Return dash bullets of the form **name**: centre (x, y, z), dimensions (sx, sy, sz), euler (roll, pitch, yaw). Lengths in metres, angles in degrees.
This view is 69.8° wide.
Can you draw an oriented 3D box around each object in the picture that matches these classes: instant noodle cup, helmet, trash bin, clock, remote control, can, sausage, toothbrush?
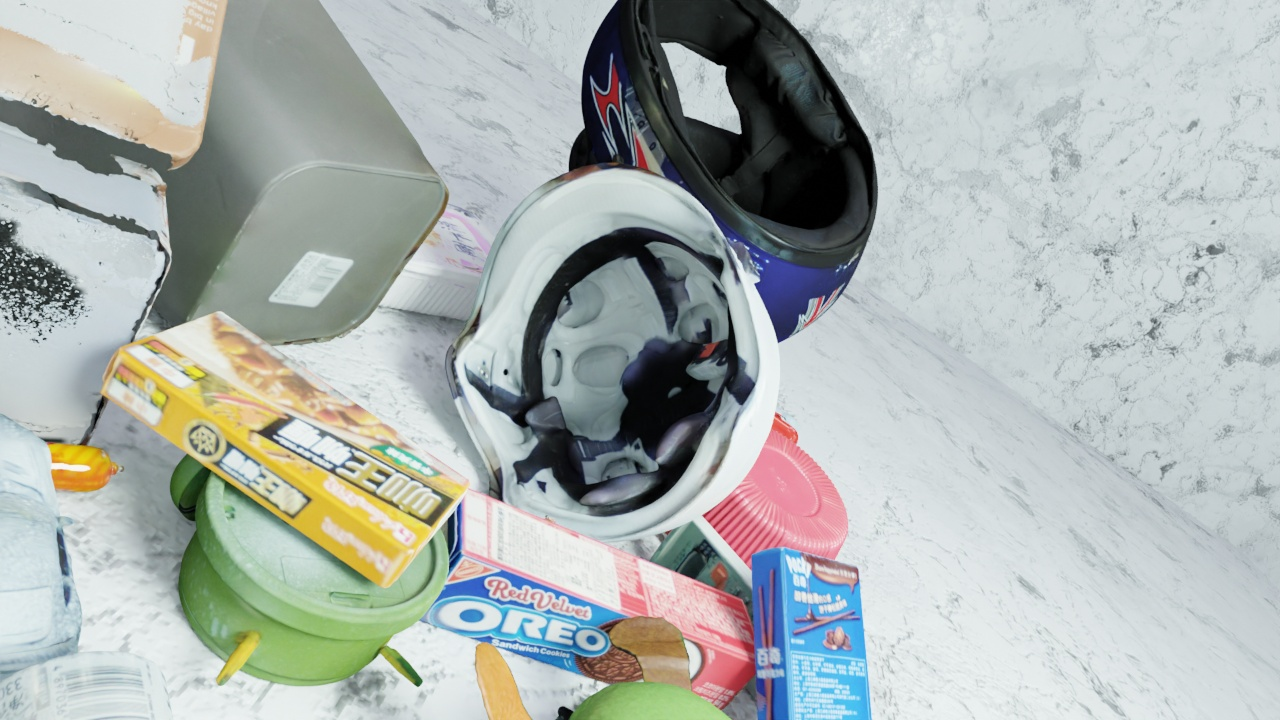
- **instant noodle cup**: centre (-0.196, -0.091, 0.781), dimensions (0.173, 0.060, 0.138), euler (11, 30, -49)
- **helmet**: centre (0.048, -0.153, 0.814), dimensions (0.246, 0.241, 0.315), euler (-24, 82, -35)
- **trash bin**: centre (-0.267, -0.137, 0.604), dimensions (0.219, 0.199, 0.198), euler (49, 24, 14)
- **clock**: centre (-0.162, 0.084, 0.442), dimensions (0.116, 0.056, 0.161), euler (19, 25, -41)
- **remote control**: centre (0.062, 0.169, 0.621), dimensions (0.135, 0.056, 0.019), euler (47, 23, 28)
- **can**: centre (-0.158, 0.159, 0.266), dimensions (0.058, 0.058, 0.146), euler (15, 28, -46)
- **sausage**: centre (-0.297, 0.039, 0.370), dimensions (0.165, 0.021, 0.021), euler (14, 29, -48)
- **helmet**: centre (-0.004, 0.004, 0.652), dimensions (0.146, 0.229, 0.258), euler (34, 34, -57)
- **toothbrush**: centre (0.025, 0.243, 0.456), dimensions (0.189, 0.016, 0.014), euler (42, 11, 9)
- **instant noodle cup**: centre (0.098, 0.117, 0.749), dimensions (0.193, 0.066, 0.193), euler (26, 32, -18)

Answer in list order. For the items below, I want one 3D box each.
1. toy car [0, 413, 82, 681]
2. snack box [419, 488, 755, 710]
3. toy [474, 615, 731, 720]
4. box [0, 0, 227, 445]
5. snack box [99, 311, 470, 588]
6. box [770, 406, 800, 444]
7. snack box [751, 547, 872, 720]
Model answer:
- **toy car**: centre (-0.247, 0.067, 0.346), dimensions (0.054, 0.037, 0.120), euler (9, 43, -52)
- **snack box**: centre (-0.028, 0.142, 0.531), dimensions (0.207, 0.057, 0.058), euler (28, 23, -24)
- **toy**: centre (0.003, 0.208, 0.382), dimensions (0.227, 0.090, 0.246), euler (49, 24, 7)
- **box**: centre (-0.290, -0.100, 0.385), dimensions (0.179, 0.272, 0.131), euler (18, -2, -39)
- **snack box**: centre (-0.159, 0.037, 0.426), dimensions (0.154, 0.026, 0.075), euler (35, 19, -1)
- **box**: centre (0.052, 0.048, 0.904), dimensions (0.201, 0.095, 0.102), euler (35, -21, 0)
- **snack box**: centre (0.104, 0.196, 0.544), dimensions (0.084, 0.026, 0.157), euler (22, 59, -41)
